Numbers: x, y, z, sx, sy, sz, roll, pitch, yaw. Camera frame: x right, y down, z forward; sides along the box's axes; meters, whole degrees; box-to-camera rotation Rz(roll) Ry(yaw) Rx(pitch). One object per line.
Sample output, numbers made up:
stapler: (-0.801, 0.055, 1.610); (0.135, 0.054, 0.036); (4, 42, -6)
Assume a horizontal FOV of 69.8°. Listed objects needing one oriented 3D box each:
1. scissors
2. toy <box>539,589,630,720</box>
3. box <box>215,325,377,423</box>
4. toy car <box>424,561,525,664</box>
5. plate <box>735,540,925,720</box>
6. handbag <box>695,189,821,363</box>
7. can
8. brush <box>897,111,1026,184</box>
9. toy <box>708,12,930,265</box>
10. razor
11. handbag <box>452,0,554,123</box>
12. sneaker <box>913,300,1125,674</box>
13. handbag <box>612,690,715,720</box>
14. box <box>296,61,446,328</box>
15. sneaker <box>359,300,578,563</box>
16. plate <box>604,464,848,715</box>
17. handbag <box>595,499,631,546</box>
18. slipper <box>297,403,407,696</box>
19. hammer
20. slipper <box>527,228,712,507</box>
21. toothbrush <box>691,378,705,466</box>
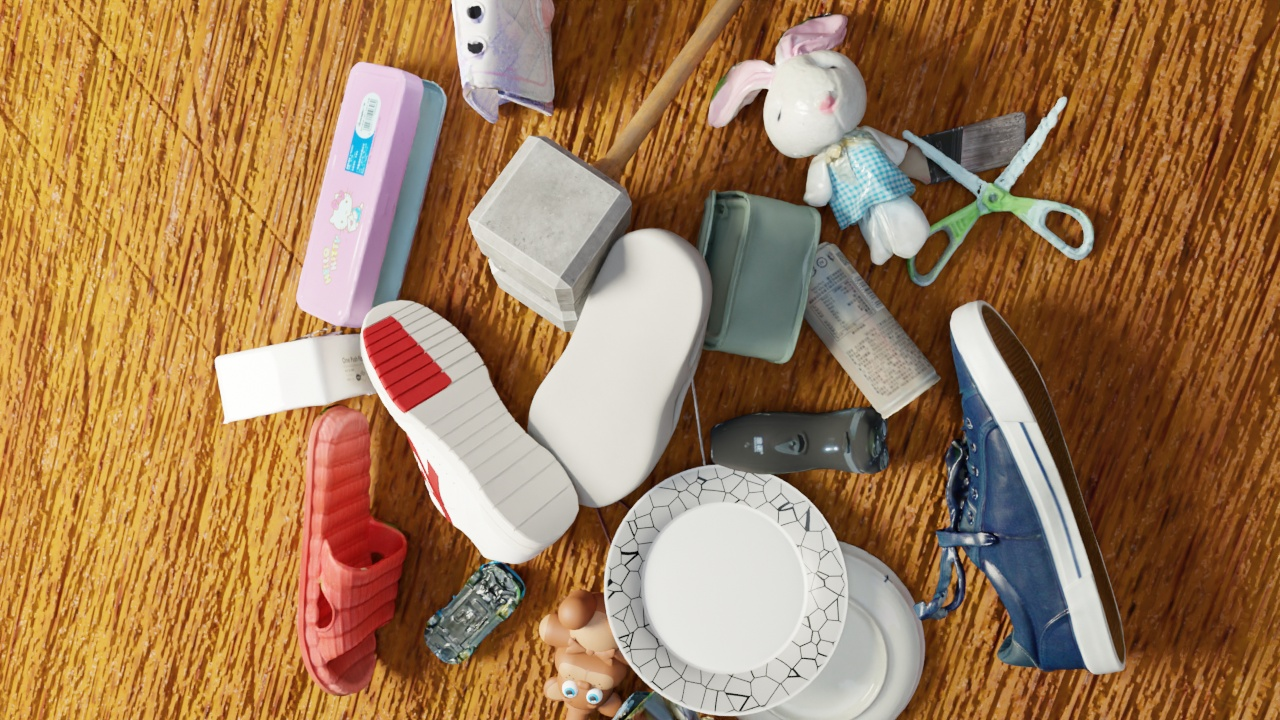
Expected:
scissors: (0.270, -0.125, 0.703); (0.172, 0.021, 0.172); (36, 109, 0)
toy: (-0.043, 0.252, 0.763); (0.095, 0.065, 0.128); (14, 102, 4)
box: (-0.283, -0.004, 0.751); (0.102, 0.107, 0.091); (-10, 90, 8)
toy car: (-0.142, 0.214, 0.787); (0.048, 0.032, 0.105); (42, 104, 2)
plate: (0.141, 0.237, 0.750); (0.182, 0.034, 0.182); (1, 95, 8)
handbag: (0.075, -0.064, 0.697); (0.067, 0.106, 0.122); (8, 98, -21)
can: (0.166, -0.024, 0.704); (0.054, 0.054, 0.135); (-38, 82, 9)
brush: (0.224, -0.156, 0.714); (0.151, 0.012, 0.039); (-12, 94, 9)
toy: (0.137, -0.159, 0.671); (0.131, 0.105, 0.205); (-32, 83, 12)
razor: (0.125, 0.065, 0.717); (0.140, 0.064, 0.053); (-2, 87, -3)
handbag: (-0.103, -0.268, 0.691); (0.069, 0.126, 0.158); (-3, 93, 5)
sneaker: (0.263, 0.104, 0.699); (0.127, 0.120, 0.294); (-15, 96, 31)
handbag: (0.006, 0.342, 0.736); (0.122, 0.118, 0.192); (44, 130, 15)
box: (-0.226, -0.134, 0.760); (0.078, 0.065, 0.214); (19, 98, 20)
sneaker: (-0.157, 0.067, 0.751); (0.236, 0.090, 0.105); (49, 135, 5)
plate: (0.066, 0.177, 0.720); (0.188, 0.016, 0.188); (0, 76, -1)
handbag: (-0.002, 0.157, 0.769); (0.055, 0.029, 0.119); (-36, 85, 7)
slipper: (-0.232, 0.161, 0.759); (0.059, 0.103, 0.249); (2, 99, 11)
hammer: (0.004, -0.182, 0.693); (0.083, 0.163, 0.317); (34, 82, 3)
slipper: (-0.004, 0.004, 0.700); (0.113, 0.080, 0.267); (37, 132, 16)
toothbrush: (0.041, 0.047, 0.722); (0.010, 0.010, 0.182); (-5, 119, 8)
